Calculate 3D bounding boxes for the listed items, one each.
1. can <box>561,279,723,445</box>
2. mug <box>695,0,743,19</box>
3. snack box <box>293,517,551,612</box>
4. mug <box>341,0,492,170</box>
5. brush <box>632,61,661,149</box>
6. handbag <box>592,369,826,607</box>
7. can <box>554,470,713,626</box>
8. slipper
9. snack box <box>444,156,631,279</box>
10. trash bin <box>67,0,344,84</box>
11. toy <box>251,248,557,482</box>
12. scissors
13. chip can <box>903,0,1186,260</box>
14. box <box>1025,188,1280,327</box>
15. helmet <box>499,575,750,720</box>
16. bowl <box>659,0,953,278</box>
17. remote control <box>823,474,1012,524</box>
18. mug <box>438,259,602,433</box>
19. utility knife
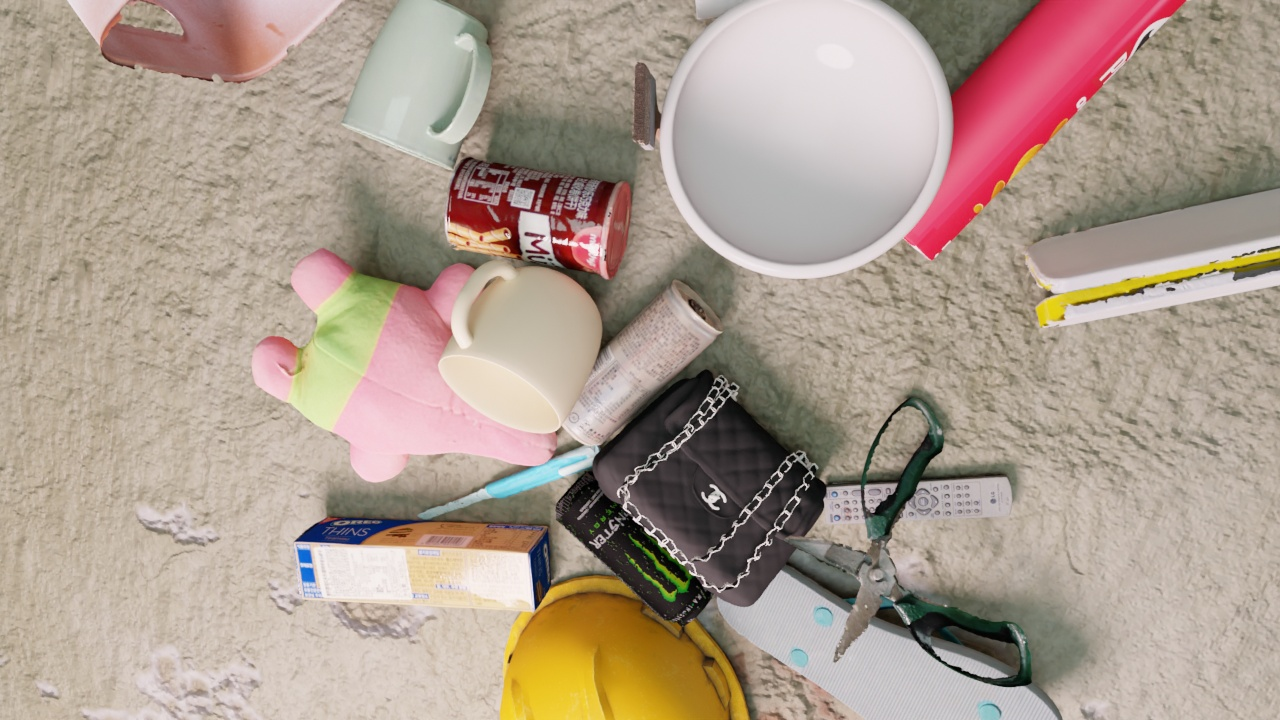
[{"bbox_3d":[-0.004,0.004,0.689,0.054,0.054,0.136,46,106,-2],"label":"can"},{"bbox_3d":[0.075,-0.285,0.601,0.088,0.081,0.114,-5,71,6],"label":"mug"},{"bbox_3d":[-0.179,0.167,0.760,0.207,0.057,0.056,0,104,12],"label":"snack box"},{"bbox_3d":[-0.145,-0.195,0.646,0.111,0.084,0.104,27,98,41],"label":"mug"},{"bbox_3d":[0.010,-0.156,0.602,0.008,0.143,0.045,2,95,9],"label":"brush"},{"bbox_3d":[0.056,0.088,0.663,0.153,0.115,0.125,43,82,1],"label":"handbag"},{"bbox_3d":[-0.005,0.147,0.722,0.137,0.053,0.054,43,107,-1],"label":"can"},{"bbox_3d":[0.186,0.232,0.715,0.269,0.054,0.098,23,109,16],"label":"slipper"},{"bbox_3d":[-0.073,-0.104,0.668,0.121,0.072,0.072,11,105,9],"label":"snack box"},{"bbox_3d":[-0.260,-0.330,0.596,0.260,0.181,0.157,-34,93,17],"label":"trash bin"},{"bbox_3d":[-0.170,0.016,0.710,0.236,0.096,0.192,28,98,-11],"label":"toy"},{"bbox_3d":[0.205,0.133,0.656,0.201,0.015,0.203,24,75,-6],"label":"scissors"},{"bbox_3d":[0.243,-0.168,0.593,0.069,0.069,0.221,42,107,-1],"label":"chip can"},{"bbox_3d":[0.367,-0.066,0.597,0.210,0.067,0.070,-12,102,14],"label":"box"},{"bbox_3d":[-0.023,0.312,0.726,0.205,0.131,0.255,-26,96,16],"label":"helmet"},{"bbox_3d":[0.103,-0.141,0.587,0.177,0.066,0.176,1,96,10],"label":"bowl"},{"bbox_3d":[0.208,0.105,0.692,0.137,0.013,0.033,-6,102,12],"label":"remote control"},{"bbox_3d":[-0.084,-0.022,0.652,0.096,0.099,0.120,3,144,37],"label":"mug"},{"bbox_3d":[-0.111,0.102,0.752,0.177,0.015,0.022,-20,126,15],"label":"utility knife"}]
